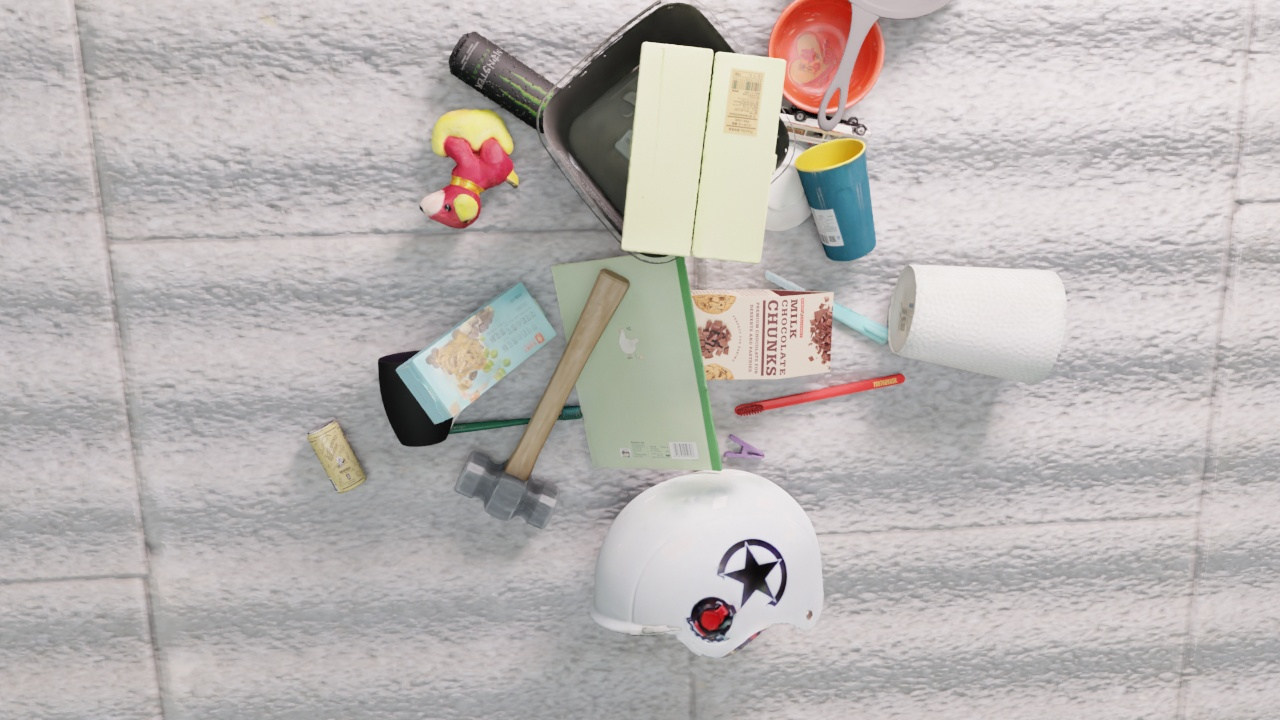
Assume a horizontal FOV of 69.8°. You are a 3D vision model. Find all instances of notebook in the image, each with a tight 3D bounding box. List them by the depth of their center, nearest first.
[{"bbox_3d":[-0.006,0.006,1.041,0.182,0.010,0.252,-3,104,36],"label":"notebook"}]

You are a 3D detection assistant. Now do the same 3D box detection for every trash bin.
[{"bbox_3d":[0.017,-0.228,0.944,0.197,0.220,0.197,-39,101,4],"label":"trash bin"},{"bbox_3d":[0.380,-0.048,1.056,0.161,0.133,0.133,7,100,0],"label":"trash bin"}]

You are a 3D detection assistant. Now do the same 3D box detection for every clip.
[{"bbox_3d":[0.125,0.105,1.124,0.050,0.014,0.046,-12,99,2],"label":"clip"}]

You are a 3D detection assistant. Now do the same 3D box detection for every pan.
[{"bbox_3d":[0.248,-0.401,0.984,0.216,0.024,0.354,22,80,-9],"label":"pan"}]

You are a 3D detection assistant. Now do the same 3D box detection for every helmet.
[{"bbox_3d":[0.069,0.209,1.031,0.264,0.236,0.164,-6,96,-9],"label":"helmet"}]

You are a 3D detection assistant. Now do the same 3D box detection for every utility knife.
[{"bbox_3d":[0.225,-0.064,1.095,0.177,0.015,0.022,26,97,-10],"label":"utility knife"}]

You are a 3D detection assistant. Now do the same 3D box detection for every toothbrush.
[{"bbox_3d":[-0.164,0.071,1.092,0.190,0.016,0.017,-7,104,-1],"label":"toothbrush"},{"bbox_3d":[0.219,0.043,1.115,0.212,0.018,0.012,-11,102,-2],"label":"toothbrush"}]

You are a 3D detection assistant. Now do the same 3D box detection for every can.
[{"bbox_3d":[-0.142,-0.302,1.003,0.137,0.054,0.054,32,97,-9],"label":"can"},{"bbox_3d":[-0.357,0.113,1.078,0.038,0.038,0.079,-24,102,1],"label":"can"}]

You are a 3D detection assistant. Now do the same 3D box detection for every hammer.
[{"bbox_3d":[-0.098,0.043,1.046,0.117,0.051,0.323,25,109,-8],"label":"hammer"}]

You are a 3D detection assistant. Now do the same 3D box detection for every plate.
[{"bbox_3d":[0.161,-0.201,1.059,0.104,0.026,0.104,-1,101,-4],"label":"plate"}]

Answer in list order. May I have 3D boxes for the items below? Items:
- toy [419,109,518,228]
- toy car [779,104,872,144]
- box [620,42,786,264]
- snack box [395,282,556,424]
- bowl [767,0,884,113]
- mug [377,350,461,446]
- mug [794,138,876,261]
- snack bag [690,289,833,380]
[{"bbox_3d":[-0.187,-0.212,1.020,0.105,0.067,0.137,16,87,-9],"label":"toy"},{"bbox_3d":[0.203,-0.264,1.046,0.113,0.039,0.039,11,121,-7],"label":"toy car"},{"bbox_3d":[0.057,-0.185,0.832,0.137,0.024,0.187,6,101,-8],"label":"box"},{"bbox_3d":[-0.178,-0.010,1.013,0.174,0.053,0.075,-41,105,-35],"label":"snack box"},{"bbox_3d":[0.202,-0.341,1.024,0.130,0.045,0.130,-1,101,-4],"label":"bowl"},{"bbox_3d":[-0.238,0.041,1.056,0.118,0.085,0.100,-10,102,-32],"label":"mug"},{"bbox_3d":[0.225,-0.177,1.034,0.078,0.078,0.121,-21,119,0],"label":"mug"},{"bbox_3d":[0.121,-0.031,1.067,0.206,0.070,0.094,-1,102,-4],"label":"snack bag"}]
